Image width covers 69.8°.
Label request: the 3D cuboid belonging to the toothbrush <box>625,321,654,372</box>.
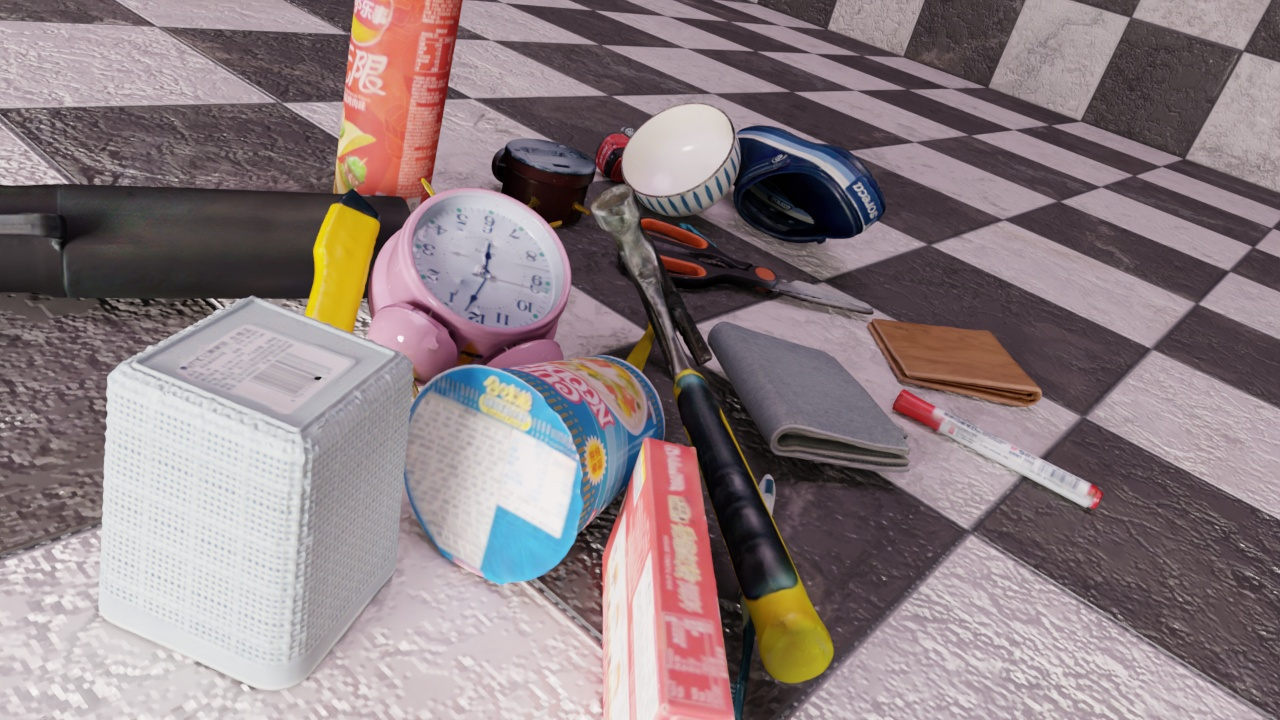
[{"bbox_3d":[-0.004,0.004,0.606,0.016,0.017,0.189,19,29,4],"label":"toothbrush"}]

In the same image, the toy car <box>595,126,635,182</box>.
[{"bbox_3d":[0.013,-0.212,0.966,0.120,0.053,0.045,-7,57,-26],"label":"toy car"}]

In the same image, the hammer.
[{"bbox_3d":[0.034,0.027,0.492,0.032,0.126,0.322,-25,38,5],"label":"hammer"}]

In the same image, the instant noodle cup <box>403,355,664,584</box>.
[{"bbox_3d":[-0.043,0.041,0.444,0.099,0.099,0.109,27,22,20],"label":"instant noodle cup"}]

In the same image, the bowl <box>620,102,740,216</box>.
[{"bbox_3d":[0.046,-0.187,0.900,0.116,0.116,0.066,40,-8,37],"label":"bowl"}]

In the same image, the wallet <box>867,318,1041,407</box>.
[{"bbox_3d":[0.252,-0.002,0.746,0.115,0.020,0.101,8,27,-9],"label":"wallet"}]

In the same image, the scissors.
[{"bbox_3d":[0.089,-0.061,0.773,0.235,0.022,0.139,27,38,11],"label":"scissors"}]

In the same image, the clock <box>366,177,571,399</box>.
[{"bbox_3d":[-0.098,-0.030,0.536,0.117,0.060,0.158,15,57,-23],"label":"clock"}]

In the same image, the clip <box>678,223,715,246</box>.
[{"bbox_3d":[0.047,-0.110,0.840,0.034,0.013,0.055,1,31,-28],"label":"clip"}]

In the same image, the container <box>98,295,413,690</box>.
[{"bbox_3d":[-0.145,0.045,0.353,0.090,0.112,0.090,20,28,8],"label":"container"}]

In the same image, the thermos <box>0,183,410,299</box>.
[{"bbox_3d":[-0.257,-0.068,0.538,0.242,0.068,0.090,-4,5,-31],"label":"thermos"}]

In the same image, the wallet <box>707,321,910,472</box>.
[{"bbox_3d":[0.107,0.027,0.596,0.106,0.037,0.129,14,25,-22],"label":"wallet"}]

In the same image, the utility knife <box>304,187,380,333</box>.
[{"bbox_3d":[-0.174,-0.027,0.509,0.033,0.015,0.176,21,51,-26],"label":"utility knife"}]

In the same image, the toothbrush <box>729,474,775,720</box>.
[{"bbox_3d":[0.051,0.108,0.444,0.018,0.016,0.191,9,27,8],"label":"toothbrush"}]

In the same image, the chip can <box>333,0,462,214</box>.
[{"bbox_3d":[-0.169,-0.179,0.636,0.073,0.217,0.073,13,30,-7],"label":"chip can"}]

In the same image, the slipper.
[{"bbox_3d":[0.146,-0.163,0.912,0.095,0.105,0.253,-36,27,-6],"label":"slipper"}]

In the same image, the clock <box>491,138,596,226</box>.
[{"bbox_3d":[-0.088,-0.165,0.825,0.082,0.055,0.122,0,31,-26],"label":"clock"}]

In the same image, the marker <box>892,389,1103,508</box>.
[{"bbox_3d":[0.242,0.060,0.629,0.145,0.017,0.017,29,31,23],"label":"marker"}]

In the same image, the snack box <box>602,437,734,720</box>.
[{"bbox_3d":[0.006,0.103,0.365,0.025,0.075,0.152,13,28,-9],"label":"snack box"}]
